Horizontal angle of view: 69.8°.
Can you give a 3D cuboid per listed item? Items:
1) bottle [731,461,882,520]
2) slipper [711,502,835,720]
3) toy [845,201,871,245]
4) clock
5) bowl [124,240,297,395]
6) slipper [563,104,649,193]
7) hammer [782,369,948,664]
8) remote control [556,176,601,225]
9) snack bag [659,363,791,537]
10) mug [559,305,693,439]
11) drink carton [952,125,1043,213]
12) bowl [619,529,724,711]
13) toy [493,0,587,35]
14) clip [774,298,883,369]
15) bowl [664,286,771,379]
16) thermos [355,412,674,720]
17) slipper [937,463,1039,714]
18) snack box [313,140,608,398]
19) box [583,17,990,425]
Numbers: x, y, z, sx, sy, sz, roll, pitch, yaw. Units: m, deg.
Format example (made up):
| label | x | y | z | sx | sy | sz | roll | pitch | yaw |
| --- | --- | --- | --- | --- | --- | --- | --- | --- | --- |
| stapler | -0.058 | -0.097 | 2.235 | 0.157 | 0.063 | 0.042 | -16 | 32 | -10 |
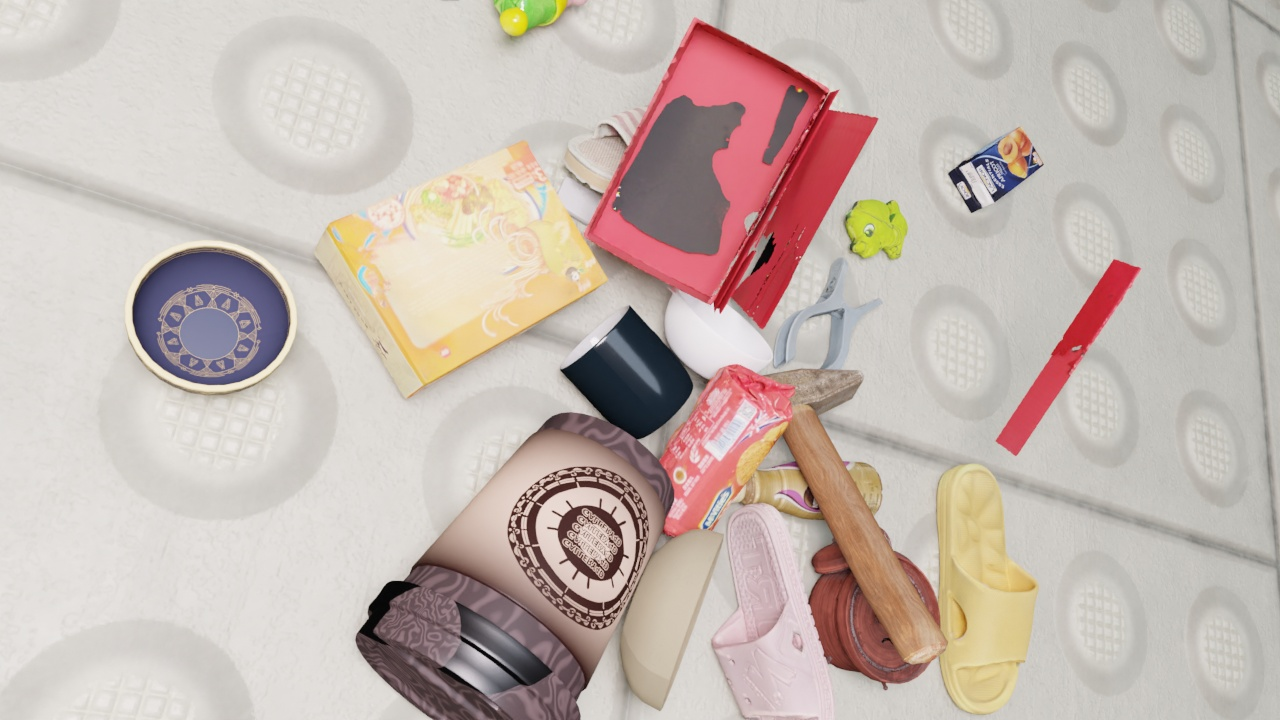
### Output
| label | x | y | z | sx | sy | sz | roll | pitch | yaw |
| --- | --- | --- | --- | --- | --- | --- | --- | --- | --- |
| bottle | 0.153 | 0.126 | 0.901 | 0.166 | 0.060 | 0.059 | 5 | 74 | -19 |
| slipper | 0.109 | 0.249 | 0.822 | 0.064 | 0.094 | 0.239 | -1 | 75 | -32 |
| toy | 0.273 | -0.151 | 1.054 | 0.093 | 0.036 | 0.094 | 35 | 64 | -25 |
| clock | 0.226 | 0.237 | 0.901 | 0.120 | 0.072 | 0.157 | 18 | 70 | -24 |
| bowl | -0.318 | -0.026 | 0.681 | 0.112 | 0.061 | 0.112 | 8 | 73 | -27 |
| slipper | 0.046 | -0.214 | 0.916 | 0.262 | 0.052 | 0.115 | -13 | 49 | -34 |
| hammer | 0.192 | 0.133 | 0.841 | 0.157 | 0.037 | 0.300 | -9 | 54 | -21 |
| remote control | -0.025 | -0.133 | 0.898 | 0.131 | 0.012 | 0.033 | 29 | 62 | -19 |
| snack bag | 0.065 | 0.082 | 0.822 | 0.082 | 0.082 | 0.176 | 31 | 103 | -18 |
| mug | -0.005 | 0.005 | 0.840 | 0.094 | 0.085 | 0.121 | 48 | 31 | -10 |
| drink carton | 0.455 | -0.245 | 1.174 | 0.129 | 0.040 | 0.064 | -34 | 94 | -31 |
| bowl | 0.021 | 0.209 | 0.767 | 0.050 | 0.152 | 0.152 | 19 | 64 | 10 |
| toy | -0.112 | -0.362 | 0.872 | 0.124 | 0.097 | 0.131 | 27 | 84 | -13 |
| clip | 0.212 | -0.024 | 0.991 | 0.112 | 0.028 | 0.162 | 46 | 61 | -13 |
| bowl | 0.066 | -0.019 | 0.877 | 0.114 | 0.051 | 0.114 | 33 | 20 | -14 |
| thermos | -0.081 | 0.164 | 0.705 | 0.172 | 0.173 | 0.225 | 44 | 54 | -12 |
| slipper | 0.375 | 0.239 | 0.980 | 0.099 | 0.079 | 0.263 | 9 | 72 | -28 |
| snack box | -0.150 | -0.078 | 0.775 | 0.194 | 0.081 | 0.145 | -33 | 94 | -32 |
| box | 0.070 | -0.128 | 0.688 | 0.198 | 0.350 | 0.217 | 28 | 104 | -3 |
